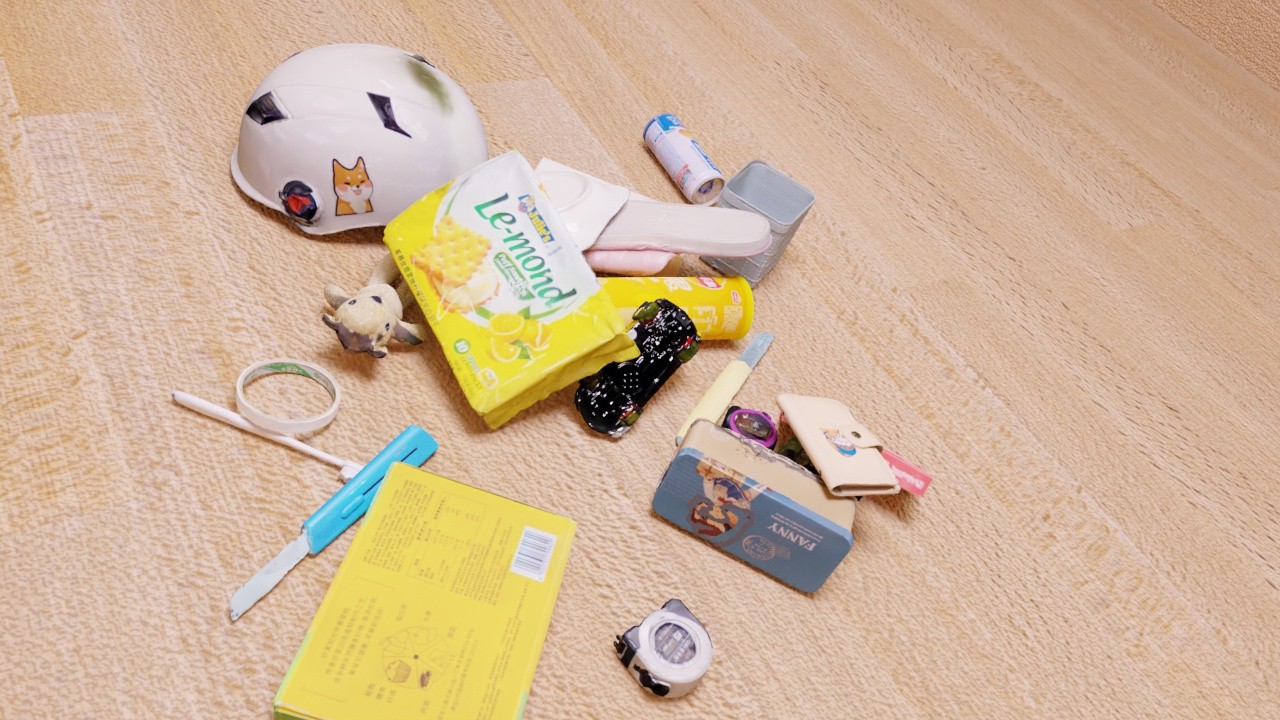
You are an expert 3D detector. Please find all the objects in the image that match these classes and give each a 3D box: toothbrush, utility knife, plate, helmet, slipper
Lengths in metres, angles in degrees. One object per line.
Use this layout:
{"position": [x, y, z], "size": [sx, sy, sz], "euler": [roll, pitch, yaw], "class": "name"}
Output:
{"position": [-0.311, 0.065, 0.769], "size": [0.180, 0.016, 0.016], "euler": [23, 51, 0], "class": "toothbrush"}
{"position": [-0.242, 0.124, 0.733], "size": [0.018, 0.034, 0.217], "euler": [1, 34, 37], "class": "utility knife"}
{"position": [-0.106, -0.166, 0.991], "size": [0.164, 0.034, 0.163], "euler": [5, 38, 22], "class": "plate"}
{"position": [-0.288, -0.248, 0.967], "size": [0.274, 0.157, 0.229], "euler": [16, 45, -7], "class": "helmet"}
{"position": [0.092, 0.027, 0.954], "size": [0.031, 0.022, 0.215], "euler": [33, 53, 9], "class": "utility knife"}
{"position": [0.006, -0.130, 1.001], "size": [0.274, 0.054, 0.114], "euler": [3, 34, 11], "class": "slipper"}

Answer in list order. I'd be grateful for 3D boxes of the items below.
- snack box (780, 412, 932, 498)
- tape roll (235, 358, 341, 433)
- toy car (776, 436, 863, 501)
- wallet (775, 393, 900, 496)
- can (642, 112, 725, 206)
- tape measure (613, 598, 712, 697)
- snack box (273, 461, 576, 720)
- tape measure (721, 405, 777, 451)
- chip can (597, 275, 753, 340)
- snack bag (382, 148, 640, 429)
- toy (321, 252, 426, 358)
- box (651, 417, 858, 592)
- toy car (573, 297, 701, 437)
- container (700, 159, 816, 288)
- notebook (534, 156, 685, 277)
{"position": [0.212, 0.084, 0.914], "size": [0.153, 0.025, 0.075], "euler": [29, 4, 6], "class": "snack box"}
{"position": [-0.304, 0.030, 0.793], "size": [0.085, 0.014, 0.085], "euler": [16, 33, -11], "class": "tape roll"}
{"position": [0.175, 0.109, 0.894], "size": [0.091, 0.043, 0.036], "euler": [29, 45, 6], "class": "toy car"}
{"position": [0.183, 0.075, 0.838], "size": [0.087, 0.024, 0.115], "euler": [6, 36, -29], "class": "wallet"}
{"position": [0.056, -0.258, 1.181], "size": [0.053, 0.053, 0.134], "euler": [-12, 54, -30], "class": "can"}
{"position": [0.022, 0.232, 0.729], "size": [0.065, 0.034, 0.066], "euler": [-24, 58, -34], "class": "tape measure"}
{"position": [-0.150, 0.192, 0.674], "size": [0.157, 0.070, 0.209], "euler": [19, 45, -4], "class": "snack box"}
{"position": [0.105, 0.075, 0.901], "size": [0.058, 0.039, 0.056], "euler": [28, 45, 5], "class": "tape measure"}
{"position": [0.010, -0.052, 0.961], "size": [0.213, 0.072, 0.072], "euler": [-3, 50, -23], "class": "chip can"}
{"position": [-0.127, -0.069, 0.864], "size": [0.158, 0.068, 0.246], "euler": [-30, 74, -1], "class": "snack bag"}
{"position": [-0.245, -0.058, 0.874], "size": [0.105, 0.066, 0.157], "euler": [31, 29, -12], "class": "toy"}
{"position": [0.107, 0.131, 0.815], "size": [0.184, 0.090, 0.061], "euler": [27, 39, 7], "class": "box"}
{"position": [-0.005, 0.005, 0.895], "size": [0.071, 0.041, 0.155], "euler": [43, 73, -9], "class": "toy car"}
{"position": [0.132, -0.156, 1.074], "size": [0.090, 0.112, 0.089], "euler": [35, 47, 11], "class": "container"}
{"position": [-0.042, -0.164, 1.086], "size": [0.206, 0.010, 0.145], "euler": [21, 46, -1], "class": "notebook"}
